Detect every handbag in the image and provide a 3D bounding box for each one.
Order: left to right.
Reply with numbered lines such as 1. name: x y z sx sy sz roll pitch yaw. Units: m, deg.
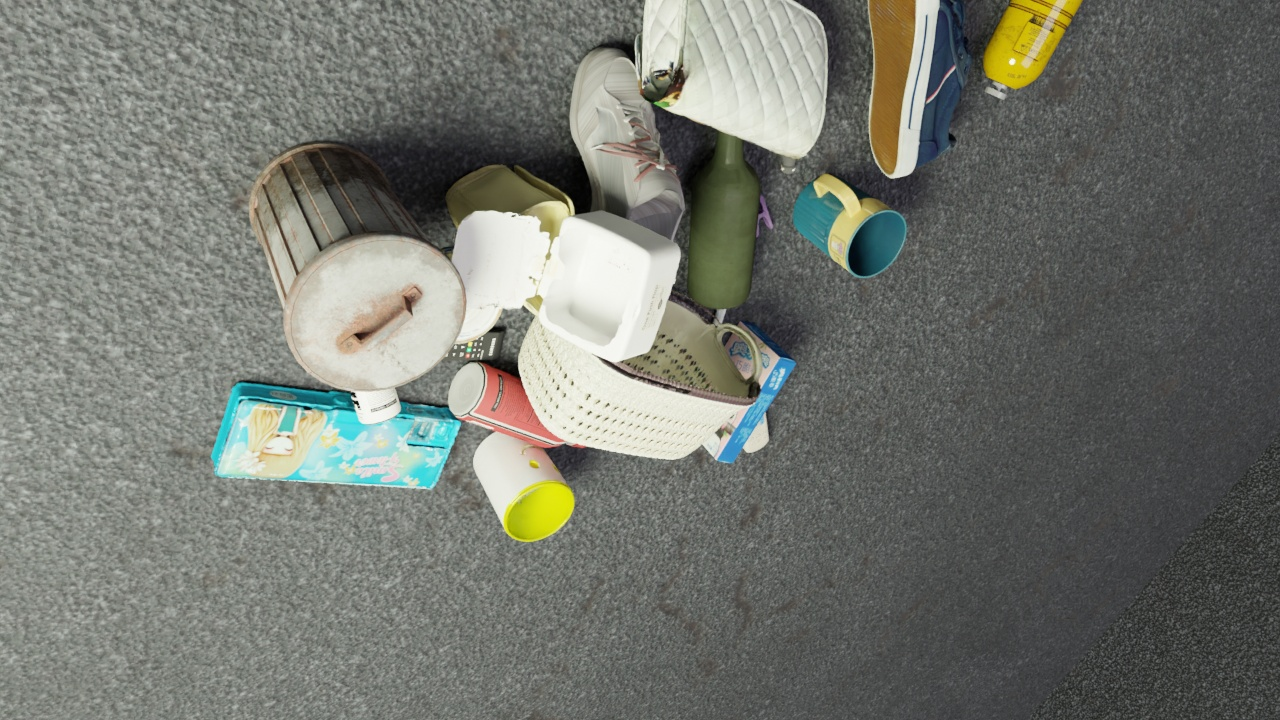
1. handbag: -0.111 -0.112 0.842 0.081 0.119 0.111 -33 133 -16
2. handbag: 0.087 -0.275 0.852 0.194 0.073 0.138 10 80 -37

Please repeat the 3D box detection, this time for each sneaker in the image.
1. sneaker: -0.001 -0.168 0.831 0.099 0.090 0.236 -11 100 -44
2. sneaker: 0.307 -0.336 0.953 0.127 0.120 0.295 -19 135 -4

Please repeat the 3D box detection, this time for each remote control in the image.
1. remote control: -0.205 -0.017 0.923 0.146 0.015 0.033 -1 123 -32
2. remote control: 0.148 0.073 1.217 0.038 0.018 0.126 -26 132 -14

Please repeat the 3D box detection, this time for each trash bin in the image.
1. trash bin: -0.228 -0.077 0.725 0.130 0.211 0.131 -17 130 -22

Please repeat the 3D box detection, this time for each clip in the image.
1. clip: 0.133 -0.164 1.033 0.033 0.013 0.051 -32 132 -10

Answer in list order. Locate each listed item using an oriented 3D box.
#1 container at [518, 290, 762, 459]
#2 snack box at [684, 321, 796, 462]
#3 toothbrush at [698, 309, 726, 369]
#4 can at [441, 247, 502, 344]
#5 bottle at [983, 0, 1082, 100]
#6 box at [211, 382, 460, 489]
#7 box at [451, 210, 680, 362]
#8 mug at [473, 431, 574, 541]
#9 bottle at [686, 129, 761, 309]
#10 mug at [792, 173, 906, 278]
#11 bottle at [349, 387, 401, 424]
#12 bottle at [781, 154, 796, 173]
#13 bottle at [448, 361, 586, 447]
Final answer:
1. container: -0.006 0.006 0.960 0.251 0.184 0.143 14 123 -38
2. snack box: 0.118 0.039 1.123 0.033 0.088 0.154 13 114 -40
3. toothbrush: 0.099 -0.066 1.080 0.012 0.017 0.187 4 121 -20
4. can: -0.178 -0.062 0.887 0.086 0.043 0.086 -19 132 -22
5. bottle: 0.440 -0.375 1.029 0.071 0.071 0.164 6 119 -36
6. box: -0.298 0.080 0.919 0.226 0.039 0.094 10 116 -38
7. box: -0.064 -0.074 0.773 0.189 0.101 0.112 18 111 5
8. mug: -0.131 0.136 1.022 0.082 0.106 0.083 -17 130 -21
9. bottle: 0.089 -0.156 0.968 0.071 0.071 0.207 -17 130 -22
10. mug: 0.228 -0.163 1.028 0.083 0.107 0.113 -39 135 0
11. bottle: -0.262 0.001 0.866 0.041 0.041 0.116 -19 109 -20
12. bottle: 0.161 -0.250 0.968 0.036 0.036 0.110 -17 130 -22
13. bottle: -0.121 0.057 0.999 0.176 0.062 0.062 26 106 -42
